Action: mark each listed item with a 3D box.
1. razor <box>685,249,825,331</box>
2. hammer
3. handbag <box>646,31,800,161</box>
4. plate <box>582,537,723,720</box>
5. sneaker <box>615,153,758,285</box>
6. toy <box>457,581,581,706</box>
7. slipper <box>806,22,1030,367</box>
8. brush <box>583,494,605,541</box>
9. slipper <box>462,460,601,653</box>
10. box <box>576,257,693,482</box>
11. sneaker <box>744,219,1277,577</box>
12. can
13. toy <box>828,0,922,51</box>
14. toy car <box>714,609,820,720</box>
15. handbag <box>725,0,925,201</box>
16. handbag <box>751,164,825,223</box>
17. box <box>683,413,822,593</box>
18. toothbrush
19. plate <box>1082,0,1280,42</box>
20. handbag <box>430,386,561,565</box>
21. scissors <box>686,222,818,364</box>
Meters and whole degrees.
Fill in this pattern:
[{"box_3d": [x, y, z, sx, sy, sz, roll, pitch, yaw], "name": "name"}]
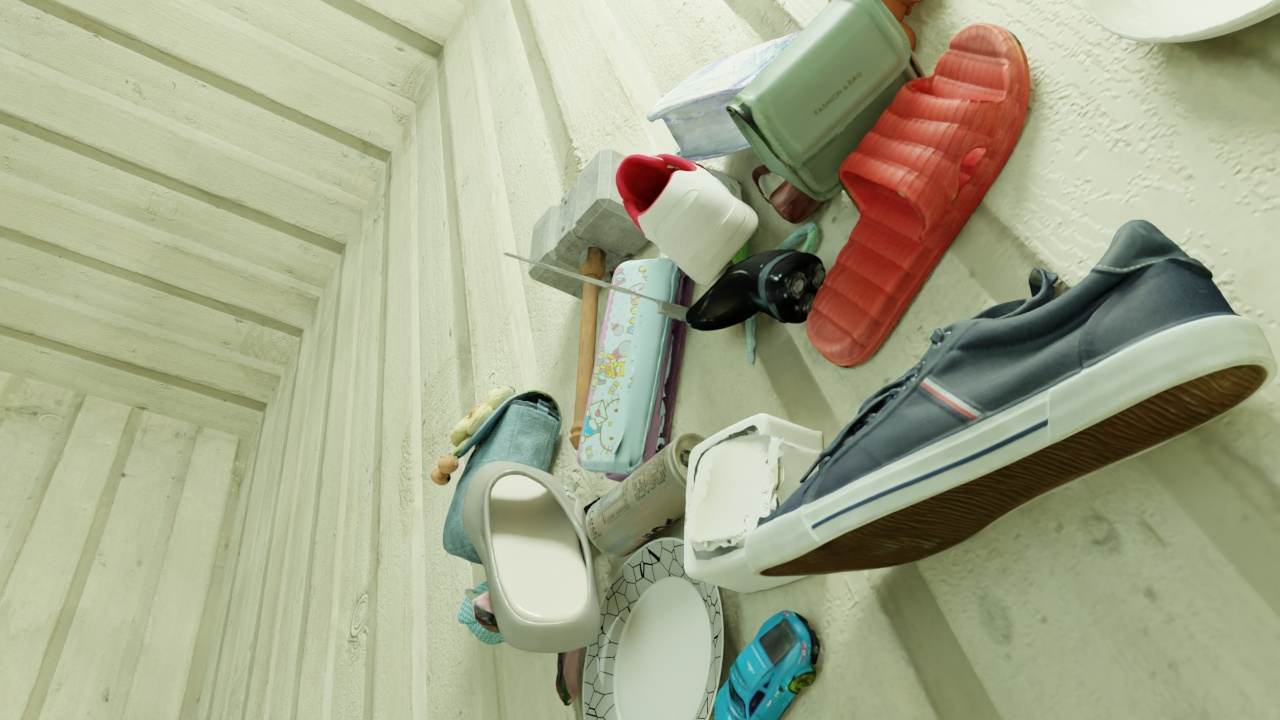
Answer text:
[{"box_3d": [0.087, -0.046, 0.724, 0.141, 0.052, 0.063, -27, 89, 57], "name": "razor"}, {"box_3d": [-0.053, -0.049, 0.952, 0.163, 0.083, 0.317, -38, 40, 45], "name": "hammer"}, {"box_3d": [0.097, -0.238, 0.823, 0.126, 0.069, 0.159, -44, 23, -22], "name": "handbag"}, {"box_3d": [0.011, 0.233, 0.712, 0.189, 0.016, 0.188, -40, 39, 42], "name": "plate"}, {"box_3d": [0.026, -0.146, 0.811, 0.090, 0.104, 0.236, -50, 16, 15], "name": "sneaker"}, {"box_3d": [-0.105, 0.234, 0.869, 0.105, 0.131, 0.206, -44, 11, -22], "name": "toy"}, {"box_3d": [0.173, -0.114, 0.620, 0.249, 0.059, 0.103, -64, 27, 11], "name": "slipper"}, {"box_3d": [-0.035, 0.145, 0.862, 0.152, 0.012, 0.038, -37, 40, 44], "name": "brush"}, {"box_3d": [-0.096, 0.144, 0.806, 0.265, 0.113, 0.081, -121, 30, -63], "name": "slipper"}, {"box_3d": [0.000, 0.007, 0.855, 0.078, 0.065, 0.213, -10, 61, 44], "name": "box"}, {"box_3d": [0.161, 0.027, 0.496, 0.295, 0.120, 0.127, -41, 50, 37], "name": "sneaker"}, {"box_3d": [0.010, 0.114, 0.758, 0.136, 0.054, 0.054, -43, 37, 40], "name": "can"}, {"box_3d": [0.197, -0.296, 0.717, 0.095, 0.065, 0.127, 14, 75, 55], "name": "toy"}, {"box_3d": [0.077, 0.211, 0.595, 0.105, 0.032, 0.048, -62, 29, 17], "name": "toy car"}, {"box_3d": [0.136, -0.188, 0.662, 0.122, 0.106, 0.067, -43, 41, 6], "name": "handbag"}, {"box_3d": [0.120, -0.150, 0.774, 0.055, 0.029, 0.119, -44, 24, 4], "name": "handbag"}, {"box_3d": [0.066, 0.095, 0.633, 0.103, 0.091, 0.107, -34, 45, 49], "name": "box"}, {"box_3d": [-0.036, -0.063, 0.803, 0.010, 0.181, 0.010, -20, 58, 61], "name": "toothbrush"}, {"box_3d": [0.319, -0.243, 0.472, 0.183, 0.034, 0.182, -40, 39, 42], "name": "plate"}, {"box_3d": [-0.162, 0.120, 0.994, 0.122, 0.118, 0.191, -25, 45, 53], "name": "handbag"}, {"box_3d": [0.091, -0.072, 0.786, 0.173, 0.021, 0.171, -35, 47, 42], "name": "scissors"}]
